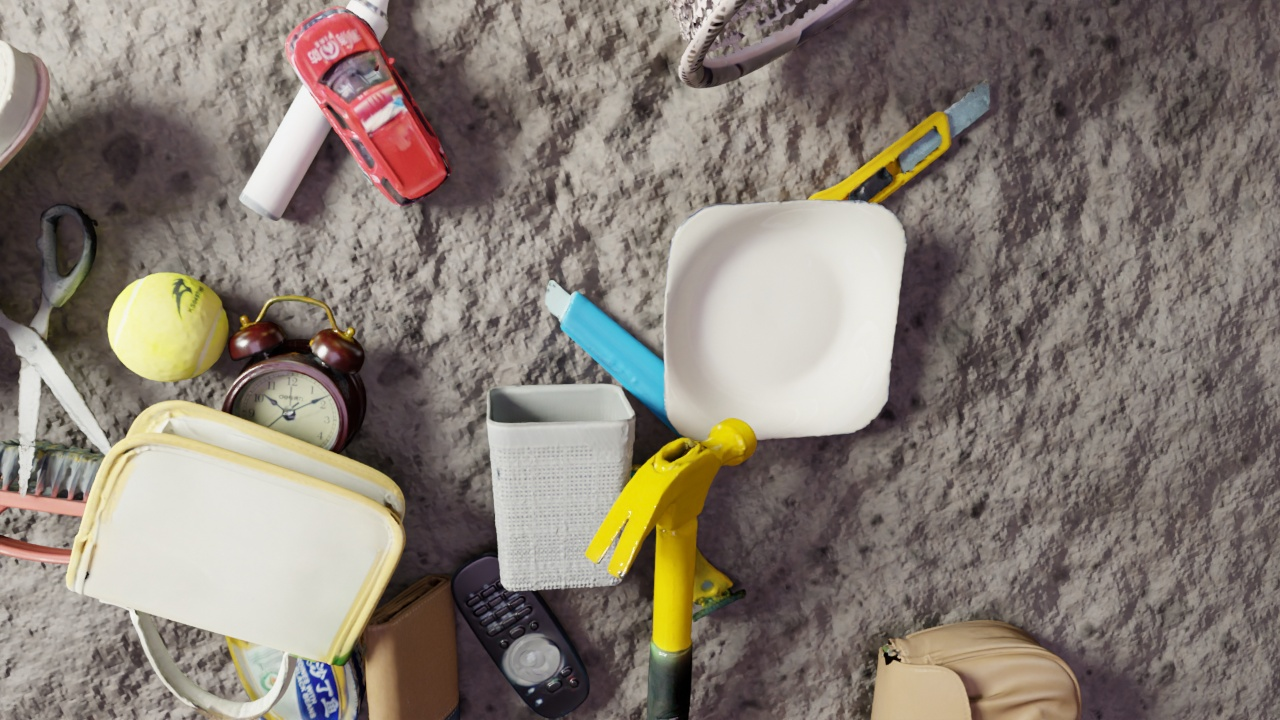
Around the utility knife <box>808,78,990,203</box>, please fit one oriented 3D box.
[{"bbox_3d":[0.165,-0.128,0.624,0.192,0.015,0.033,-38,106,0],"label":"utility knife"}]

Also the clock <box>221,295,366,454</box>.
[{"bbox_3d":[-0.216,0.019,0.574,0.082,0.055,0.122,7,102,-9],"label":"clock"}]

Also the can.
[{"bbox_3d":[-0.227,0.181,0.605,0.074,0.049,0.148,-15,102,-6],"label":"can"}]

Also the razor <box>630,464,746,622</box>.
[{"bbox_3d":[0.026,0.123,0.642,0.043,0.028,0.132,-28,109,11],"label":"razor"}]

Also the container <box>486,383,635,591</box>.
[{"bbox_3d":[-0.053,0.081,0.595,0.090,0.090,0.114,-1,103,-8],"label":"container"}]

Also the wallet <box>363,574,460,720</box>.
[{"bbox_3d":[-0.150,0.210,0.605,0.033,0.090,0.115,4,101,20],"label":"wallet"}]

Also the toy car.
[{"bbox_3d":[-0.157,-0.148,0.543,0.053,0.045,0.120,-39,123,-12],"label":"toy car"}]

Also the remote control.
[{"bbox_3d":[-0.083,0.190,0.641,0.053,0.024,0.136,-31,105,-4],"label":"remote control"}]

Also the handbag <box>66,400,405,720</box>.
[{"bbox_3d":[-0.240,0.127,0.539,0.163,0.063,0.179,23,103,-18],"label":"handbag"}]

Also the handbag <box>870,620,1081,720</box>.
[{"bbox_3d":[0.238,0.297,0.670,0.147,0.100,0.204,7,96,-7],"label":"handbag"}]

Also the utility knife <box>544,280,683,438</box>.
[{"bbox_3d":[-0.004,0.004,0.623,0.162,0.018,0.034,41,80,-12],"label":"utility knife"}]

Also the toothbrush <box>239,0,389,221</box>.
[{"bbox_3d":[-0.178,-0.186,0.558,0.026,0.026,0.221,32,94,12],"label":"toothbrush"}]

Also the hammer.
[{"bbox_3d":[0.020,0.187,0.611,0.128,0.033,0.301,-24,126,-41],"label":"hammer"}]

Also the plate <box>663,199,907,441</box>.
[{"bbox_3d":[0.092,-0.027,0.614,0.163,0.034,0.164,-2,110,-12],"label":"plate"}]

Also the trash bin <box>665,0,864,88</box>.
[{"bbox_3d":[0.066,-0.292,0.493,0.227,0.227,0.192,-34,90,-1],"label":"trash bin"}]

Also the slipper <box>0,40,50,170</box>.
[{"bbox_3d":[-0.417,-0.066,0.510,0.274,0.114,0.054,-42,148,7],"label":"slipper"}]

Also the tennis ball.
[{"bbox_3d":[-0.283,-0.020,0.552,0.065,0.065,0.065,-1,100,-8],"label":"tennis ball"}]

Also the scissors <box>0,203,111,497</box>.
[{"bbox_3d":[-0.359,-0.013,0.543,0.178,0.014,0.159,29,81,3],"label":"scissors"}]

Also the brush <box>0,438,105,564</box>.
[{"bbox_3d":[-0.330,0.092,0.567,0.145,0.063,0.069,11,87,-12],"label":"brush"}]
